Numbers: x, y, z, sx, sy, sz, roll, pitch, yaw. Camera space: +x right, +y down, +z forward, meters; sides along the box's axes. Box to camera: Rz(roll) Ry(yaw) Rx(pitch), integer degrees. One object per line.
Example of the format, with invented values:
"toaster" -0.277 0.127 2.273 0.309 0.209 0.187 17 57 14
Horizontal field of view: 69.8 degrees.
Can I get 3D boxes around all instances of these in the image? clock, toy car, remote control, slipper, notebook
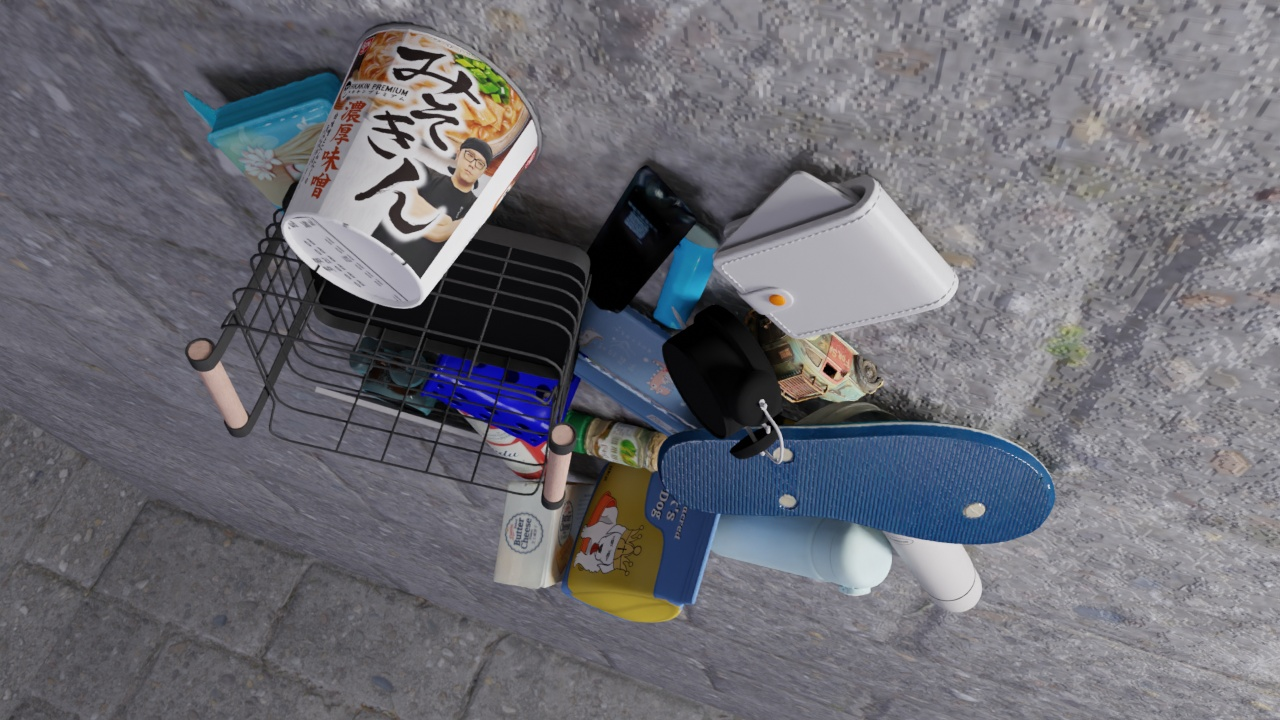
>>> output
"clock" 0.061 0.019 0.626 0.120 0.042 0.091 52 166 28
"toy car" 0.115 0.005 0.628 0.112 0.047 0.047 35 149 -25
"remote control" -0.010 -0.071 0.595 0.047 0.022 0.151 47 154 1
"slipper" 0.160 0.077 0.703 0.295 0.060 0.118 2 131 11
"clock" -0.249 0.015 0.942 0.090 0.053 0.124 15 166 19
"notebook" -0.239 0.067 1.039 0.210 0.009 0.142 14 175 18

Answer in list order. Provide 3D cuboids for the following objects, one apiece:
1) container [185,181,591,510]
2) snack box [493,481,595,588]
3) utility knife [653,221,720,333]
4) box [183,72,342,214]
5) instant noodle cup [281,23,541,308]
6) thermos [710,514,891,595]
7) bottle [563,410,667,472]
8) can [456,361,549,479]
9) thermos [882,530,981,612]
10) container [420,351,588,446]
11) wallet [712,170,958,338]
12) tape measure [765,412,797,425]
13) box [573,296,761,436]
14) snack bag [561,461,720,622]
"container" -0.153 -0.001 0.630 0.241 0.130 0.163 13 149 -1
"snack box" -0.094 0.186 1.016 0.057 0.104 0.208 6 174 13
"utility knife" 0.027 -0.051 0.631 0.031 0.015 0.175 25 157 1
"box" -0.231 -0.108 0.679 0.182 0.071 0.227 8 152 27
"instant noodle cup" -0.138 -0.104 0.533 0.124 0.121 0.124 19 155 9
"thermos" 0.148 0.173 0.887 0.065 0.078 0.207 -2 180 -34
"bottle" -0.028 0.081 0.908 0.111 0.043 0.043 12 153 22
"can" -0.130 0.058 0.921 0.067 0.067 0.170 11 153 23
"thermos" 0.260 0.168 0.829 0.052 0.052 0.224 3 149 36
"container" -0.118 0.013 0.799 0.113 0.084 0.085 28 156 -13
"wallet" 0.098 -0.063 0.521 0.115 0.037 0.119 38 148 -30
"tape measure" 0.112 0.065 0.768 0.067 0.038 0.062 5 159 39
"box" -0.007 0.009 0.730 0.209 0.034 0.128 34 152 -12
"snack bag" 0.020 0.172 0.915 0.102 0.158 0.206 29 153 -19
